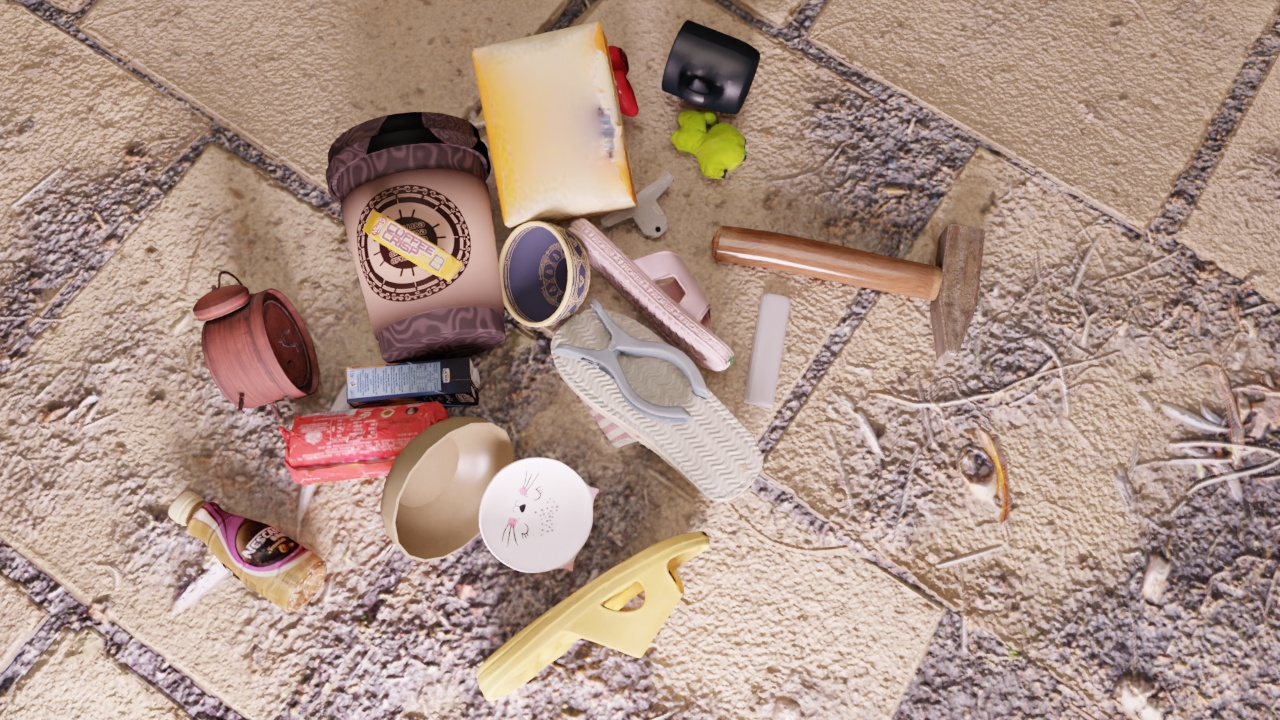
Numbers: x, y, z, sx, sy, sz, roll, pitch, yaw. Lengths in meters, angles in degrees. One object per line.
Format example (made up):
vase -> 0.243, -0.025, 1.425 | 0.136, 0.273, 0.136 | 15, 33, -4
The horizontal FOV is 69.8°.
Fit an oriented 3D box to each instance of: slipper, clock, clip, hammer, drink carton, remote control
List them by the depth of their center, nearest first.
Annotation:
slipper -> -0.033, 0.257, 0.885 | 0.263, 0.099, 0.078 | -33, 67, -6
clip -> -0.016, 0.019, 0.944 | 0.163, 0.028, 0.112 | 35, 74, 16
clock -> -0.401, -0.022, 0.956 | 0.072, 0.120, 0.157 | -20, 82, 1
drink carton -> -0.238, 0.028, 0.969 | 0.130, 0.064, 0.040 | -5, 75, -3
slipper -> 0.014, 0.050, 0.975 | 0.263, 0.052, 0.115 | 41, 78, 15
slipper -> 0.020, -0.082, 0.995 | 0.239, 0.094, 0.064 | 42, 80, 17
remote control -> 0.141, -0.012, 1.017 | 0.033, 0.012, 0.130 | 11, 73, 2
hammer -> 0.227, -0.100, 1.033 | 0.301, 0.037, 0.157 | 12, 73, 3
clip -> 0.003, -0.169, 1.061 | 0.102, 0.056, 0.056 | -37, 33, -11

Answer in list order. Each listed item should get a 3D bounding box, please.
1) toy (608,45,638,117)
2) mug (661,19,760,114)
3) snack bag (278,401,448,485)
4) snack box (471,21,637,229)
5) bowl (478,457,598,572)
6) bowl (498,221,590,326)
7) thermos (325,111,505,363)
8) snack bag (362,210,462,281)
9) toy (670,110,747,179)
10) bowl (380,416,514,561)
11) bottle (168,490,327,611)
toy -> -0.079, -0.324, 1.073 | 0.132, 0.096, 0.124 | -18, 69, 18
mug -> 0.078, -0.331, 1.067 | 0.094, 0.085, 0.121 | 22, 45, 5
snack bag -> -0.279, 0.086, 0.942 | 0.176, 0.082, 0.082 | -6, 73, -2
snack box -> -0.091, -0.253, 0.997 | 0.145, 0.080, 0.195 | -10, 91, 6
bowl -> -0.110, 0.154, 0.931 | 0.114, 0.051, 0.114 | 1, 86, -18
bowl -> -0.095, -0.094, 1.002 | 0.061, 0.113, 0.112 | -5, 66, -50
thermos -> -0.228, -0.121, 0.969 | 0.172, 0.173, 0.226 | -12, 80, -5
snack bag -> -0.220, -0.110, 0.881 | 0.099, 0.020, 0.026 | 31, 82, -1
toy -> 0.082, -0.256, 1.080 | 0.093, 0.036, 0.094 | 13, 66, 8
bowl -> -0.197, 0.119, 0.908 | 0.050, 0.152, 0.152 | 28, 73, 32
bottle -> -0.398, 0.186, 0.921 | 0.166, 0.060, 0.059 | 30, 74, 8
